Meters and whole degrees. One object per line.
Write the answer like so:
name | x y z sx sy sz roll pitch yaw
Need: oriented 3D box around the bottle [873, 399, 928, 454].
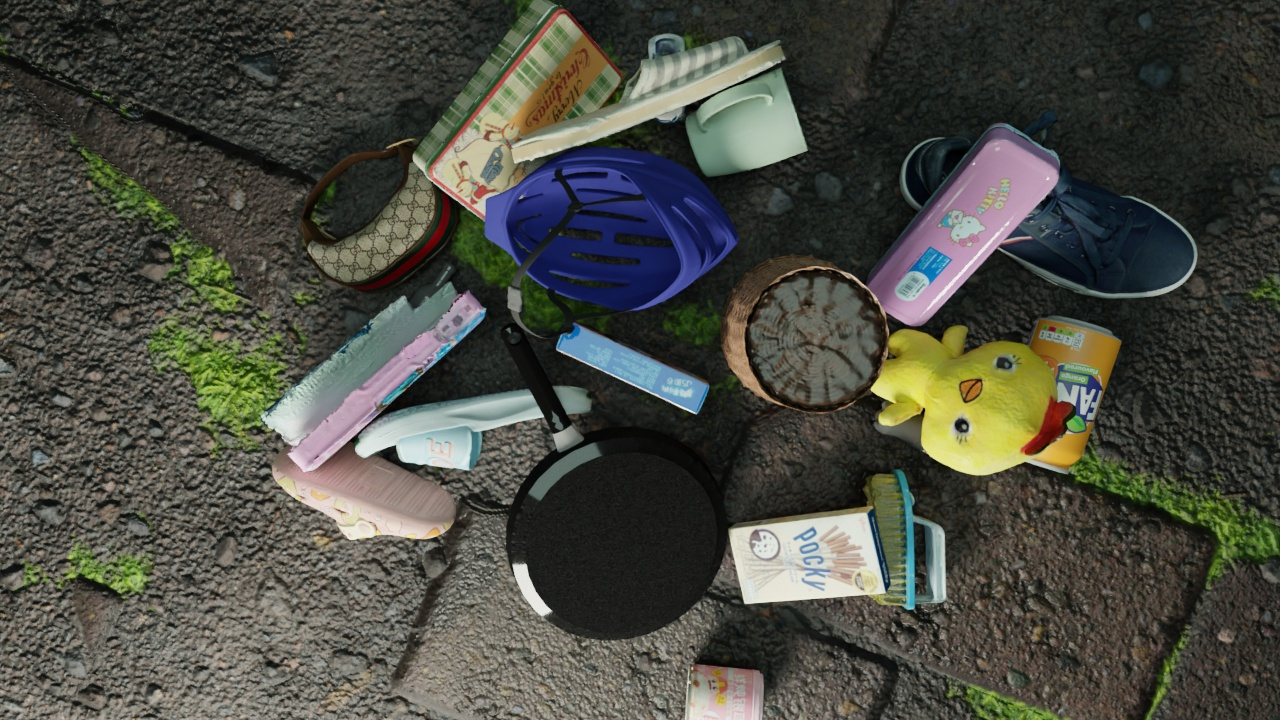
bottle | 0.291 0.075 0.926 0.110 0.036 0.036 25 94 2

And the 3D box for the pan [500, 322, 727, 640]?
pan | -0.048 0.122 0.898 0.225 0.034 0.356 -27 109 -4

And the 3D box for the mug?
mug | 0.098 -0.231 0.887 0.104 0.111 0.084 -18 75 14

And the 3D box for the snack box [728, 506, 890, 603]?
snack box | 0.167 0.196 0.916 0.150 0.026 0.082 -14 91 30

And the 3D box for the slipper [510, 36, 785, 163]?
slipper | 0.003 -0.249 0.863 0.272 0.114 0.054 -23 99 -1

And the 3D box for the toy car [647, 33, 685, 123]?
toy car | 0.027 -0.287 0.931 0.039 0.027 0.090 -1 93 2

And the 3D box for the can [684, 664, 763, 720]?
can | 0.085 0.348 0.938 0.076 0.067 0.067 4 93 4

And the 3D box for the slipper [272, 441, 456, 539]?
slipper | -0.288 0.148 0.945 0.197 0.093 0.082 20 114 9

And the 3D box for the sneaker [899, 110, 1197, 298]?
sneaker | 0.399 -0.144 0.866 0.294 0.127 0.121 22 95 0

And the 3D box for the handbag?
handbag | -0.270 -0.154 0.944 0.166 0.063 0.138 -39 80 4

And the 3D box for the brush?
brush | 0.266 0.177 0.924 0.075 0.055 0.136 -3 92 -6

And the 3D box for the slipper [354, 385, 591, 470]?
slipper | -0.168 0.073 0.926 0.245 0.104 0.074 -10 89 0

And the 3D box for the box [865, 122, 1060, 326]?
box | 0.294 -0.121 0.857 0.076 0.036 0.215 29 134 -3

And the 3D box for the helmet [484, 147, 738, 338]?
helmet | -0.034 -0.102 0.850 0.241 0.227 0.148 10 125 4

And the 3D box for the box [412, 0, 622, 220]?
box | -0.118 -0.238 0.898 0.205 0.117 0.050 -50 53 3

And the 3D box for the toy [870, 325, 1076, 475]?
toy | 0.303 0.034 0.864 0.208 0.092 0.133 35 84 37

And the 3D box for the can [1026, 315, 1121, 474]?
can | 0.405 0.032 0.895 0.079 0.079 0.142 17 94 3

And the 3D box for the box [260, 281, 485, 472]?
box | -0.262 0.005 0.901 0.230 0.085 0.077 -44 99 -15

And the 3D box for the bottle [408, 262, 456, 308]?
bottle | -0.228 -0.054 0.957 0.030 0.030 0.113 36 94 1

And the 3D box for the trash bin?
trash bin | 0.151 -0.028 0.844 0.151 0.210 0.151 0 92 3

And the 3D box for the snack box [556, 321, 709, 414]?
snack box | -0.005 0.005 0.917 0.151 0.087 0.034 24 93 3
